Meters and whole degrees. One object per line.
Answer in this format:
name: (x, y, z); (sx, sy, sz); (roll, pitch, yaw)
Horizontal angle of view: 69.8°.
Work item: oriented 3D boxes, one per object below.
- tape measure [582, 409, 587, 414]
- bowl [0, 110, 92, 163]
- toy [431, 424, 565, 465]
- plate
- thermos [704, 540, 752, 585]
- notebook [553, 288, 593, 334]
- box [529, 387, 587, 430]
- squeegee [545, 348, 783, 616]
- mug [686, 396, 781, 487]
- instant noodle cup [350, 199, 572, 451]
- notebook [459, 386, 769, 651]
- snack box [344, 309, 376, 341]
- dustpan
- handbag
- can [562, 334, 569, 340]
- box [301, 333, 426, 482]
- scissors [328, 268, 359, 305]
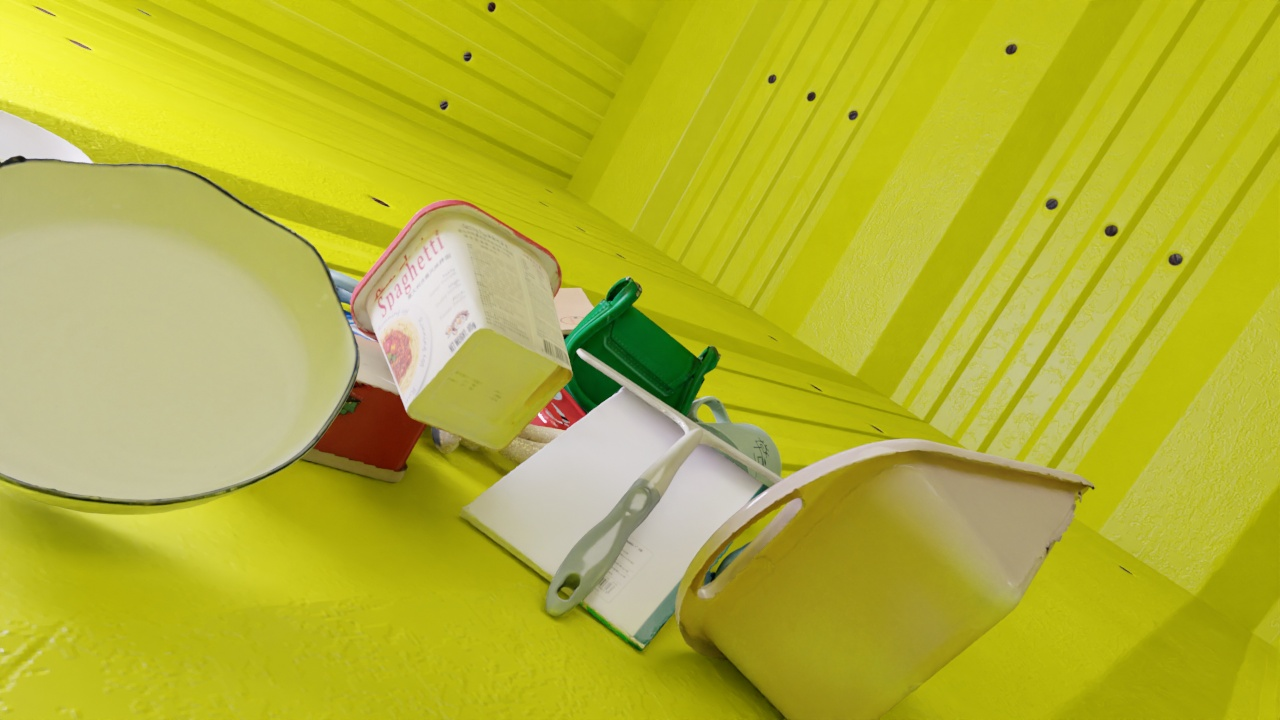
tape measure: (-0.049, 0.051, 0.928); (0.054, 0.025, 0.058); (32, 11, 8)
bowl: (-0.446, -0.127, 0.622); (0.118, 0.065, 0.118); (29, 11, -7)
toy: (-0.118, 0.039, 0.705); (0.157, 0.066, 0.105); (32, 28, -5)
plate: (-0.249, -0.012, 0.453); (0.204, 0.046, 0.204); (20, 45, -22)
thermos: (0.117, 0.166, 0.739); (0.070, 0.070, 0.220); (34, 13, 22)
notebook: (-0.148, -0.049, 0.925); (0.207, 0.008, 0.147); (-3, 21, -14)
box: (-0.097, 0.040, 0.842); (0.087, 0.048, 0.201); (24, 12, -37)
squeegee: (0.005, 0.090, 0.632); (0.246, 0.039, 0.245); (33, 34, 12)
mug: (0.070, 0.087, 0.866); (0.106, 0.082, 0.111); (7, 65, -55)
instant noodle cup: (-0.107, -0.019, 0.580); (0.116, 0.116, 0.124); (29, 23, -39)
notebook: (-0.006, 0.100, 0.658); (0.150, 0.012, 0.208); (34, 35, 15)
snack box: (-0.270, -0.034, 0.714); (0.157, 0.026, 0.084); (25, 11, 9)
dustpan: (0.153, 0.128, 0.601); (0.139, 0.223, 0.272); (46, 24, 18)
handbag: (-0.005, 0.005, 0.824); (0.131, 0.120, 0.068); (38, -1, -12)
can: (-0.058, -0.007, 0.947); (0.111, 0.075, 0.075); (13, 3, 27)
box: (-0.216, 0.005, 0.578); (0.168, 0.079, 0.091); (23, 14, -33)
scissors: (-0.200, -0.034, 0.741); (0.177, 0.019, 0.174); (38, -18, -30)
